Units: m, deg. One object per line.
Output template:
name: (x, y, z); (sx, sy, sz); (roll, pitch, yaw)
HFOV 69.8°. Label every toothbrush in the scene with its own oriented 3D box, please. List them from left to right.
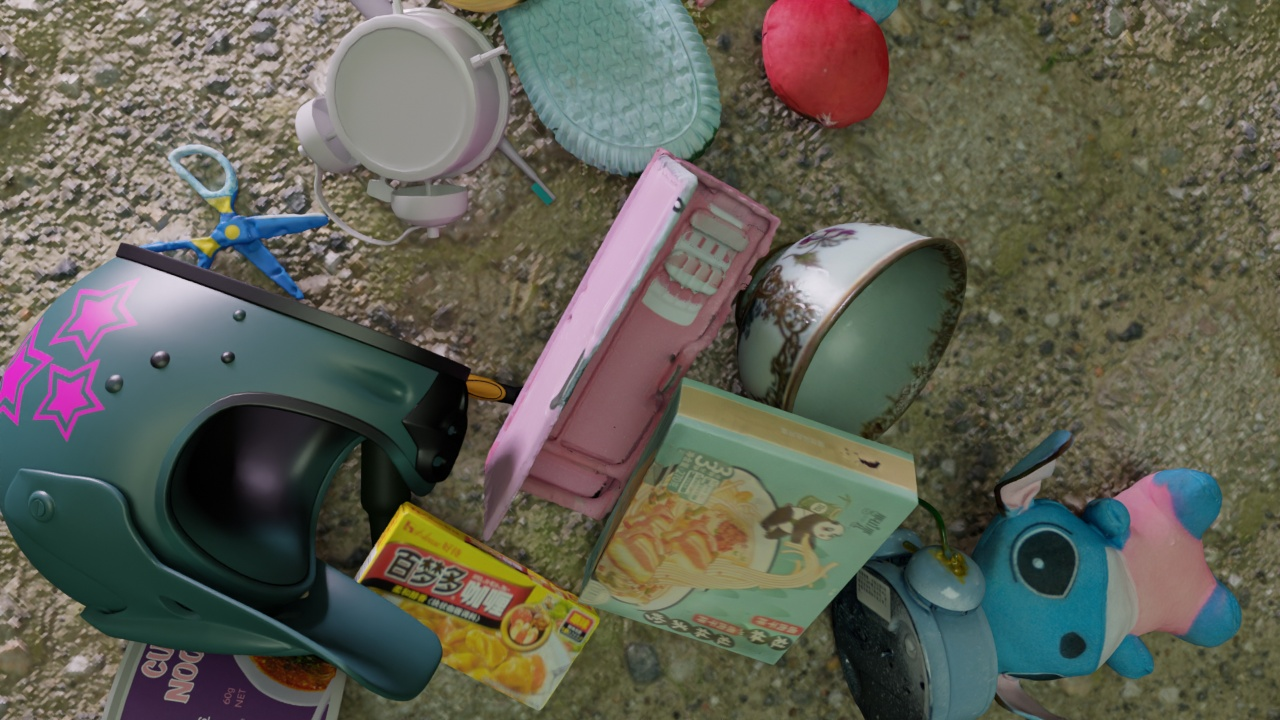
toothbrush: (-0.121, -0.175, 0.604); (0.019, 0.018, 0.188); (-44, 95, -1)

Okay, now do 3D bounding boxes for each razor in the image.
razor: (-0.112, 0.018, 0.612); (0.144, 0.021, 0.044); (13, 91, -3)

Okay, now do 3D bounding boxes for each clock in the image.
clock: (-0.149, -0.148, 0.578); (0.120, 0.061, 0.159); (33, 112, -2)
clock: (0.175, 0.169, 0.594); (0.060, 0.118, 0.162); (-5, 99, -16)

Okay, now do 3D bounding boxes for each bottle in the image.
bottle: (-0.167, 0.085, 0.602); (0.033, 0.033, 0.123); (1, 92, -5)

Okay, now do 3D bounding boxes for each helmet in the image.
helmet: (-0.222, 0.066, 0.510); (0.275, 0.176, 0.200); (18, 83, 13)

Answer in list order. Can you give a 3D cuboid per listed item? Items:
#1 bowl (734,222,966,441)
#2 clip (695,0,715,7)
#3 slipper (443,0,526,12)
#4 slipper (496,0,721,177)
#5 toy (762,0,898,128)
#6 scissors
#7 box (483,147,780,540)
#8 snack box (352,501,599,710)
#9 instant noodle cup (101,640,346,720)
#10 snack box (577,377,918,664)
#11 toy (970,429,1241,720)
bowl: (0.118, -0.023, 0.582); (0.160, 0.160, 0.094); (-49, 54, -2)
clip: (0.057, -0.263, 0.617); (0.060, 0.023, 0.045); (-40, 96, 3)
slipper: (-0.149, -0.314, 0.539); (0.100, 0.078, 0.263); (-41, 79, 20)
slipper: (-0.040, -0.237, 0.586); (0.116, 0.069, 0.276); (-23, 85, -2)
toy: (0.124, -0.217, 0.607); (0.092, 0.062, 0.132); (17, 72, -19)
scissors: (-0.267, -0.091, 0.600); (0.125, 0.016, 0.123); (-8, 95, -4)
box: (-0.004, 0.004, 0.537); (0.106, 0.115, 0.233); (26, 105, -23)
snack box: (-0.109, 0.161, 0.598); (0.152, 0.025, 0.075); (34, 89, -17)
instant noodle cup: (-0.250, 0.212, 0.566); (0.121, 0.122, 0.136); (14, 82, -15)
snack box: (0.057, 0.106, 0.561); (0.141, 0.044, 0.194); (19, 132, -6)
toy: (0.302, 0.136, 0.611); (0.191, 0.099, 0.224); (-13, 107, -10)
